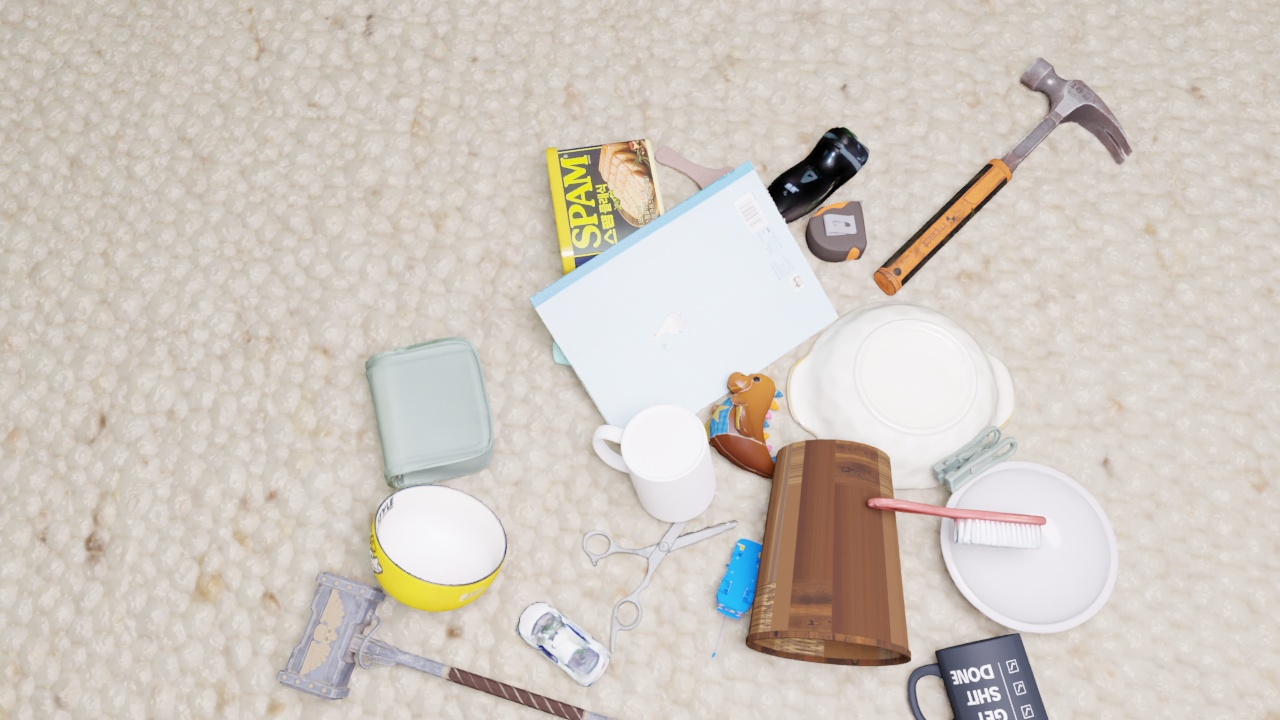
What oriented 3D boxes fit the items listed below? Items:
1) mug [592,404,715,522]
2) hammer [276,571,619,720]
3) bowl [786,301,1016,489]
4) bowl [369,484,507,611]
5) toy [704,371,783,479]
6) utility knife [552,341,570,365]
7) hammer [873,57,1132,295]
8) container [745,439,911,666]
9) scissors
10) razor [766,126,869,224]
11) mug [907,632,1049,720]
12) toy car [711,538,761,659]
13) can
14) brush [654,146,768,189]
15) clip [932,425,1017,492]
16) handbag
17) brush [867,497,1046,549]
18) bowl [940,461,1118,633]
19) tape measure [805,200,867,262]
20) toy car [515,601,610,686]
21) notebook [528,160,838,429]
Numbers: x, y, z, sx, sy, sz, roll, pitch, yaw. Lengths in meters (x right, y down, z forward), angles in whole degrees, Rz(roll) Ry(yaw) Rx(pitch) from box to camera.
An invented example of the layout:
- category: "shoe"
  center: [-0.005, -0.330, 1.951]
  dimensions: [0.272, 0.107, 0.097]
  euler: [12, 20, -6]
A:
- category: "mug"
  center: [0.009, 0.088, 0.820]
  dimensions: [0.110, 0.090, 0.073]
  euler: [14, 62, 18]
- category: "hammer"
  center: [-0.141, 0.277, 0.790]
  dimensions: [0.322, 0.044, 0.098]
  euler: [16, 72, 6]
- category: "bowl"
  center: [0.250, 0.022, 0.858]
  dimensions: [0.219, 0.060, 0.188]
  euler: [-1, 71, 2]
- category: "bowl"
  center: [-0.181, 0.172, 0.803]
  dimensions: [0.117, 0.068, 0.117]
  euler: [18, 32, -12]
- category: "toy"
  center: [0.114, 0.062, 0.862]
  dimensions: [0.103, 0.071, 0.090]
  euler: [37, 61, -10]
- category: "utility knife"
  center: [-0.005, 0.005, 0.896]
  dimensions: [0.165, 0.015, 0.022]
  euler: [10, 70, 1]
- category: "hammer"
  center: [0.362, -0.171, 0.935]
  dimensions: [0.314, 0.035, 0.138]
  euler: [-43, 75, -11]
- category: "container"
  center: [0.161, 0.163, 0.782]
  dimensions: [0.132, 0.132, 0.167]
  euler: [6, 65, 3]
- category: "scissors"
  center: [0.017, 0.187, 0.832]
  dimensions: [0.141, 0.014, 0.158]
  euler: [1, 71, 5]
- category: "razor"
  center: [0.173, -0.186, 0.925]
  dimensions: [0.053, 0.064, 0.140]
  euler: [41, 66, 18]
- category: "mug"
  center: [0.278, 0.279, 0.770]
  dimensions: [0.105, 0.071, 0.077]
  euler: [-21, 69, 22]
- category: "toy car"
  center: [0.084, 0.213, 0.823]
  dimensions: [0.033, 0.062, 0.091]
  euler: [21, 43, 10]
- category: "can"
  center: [-0.033, -0.148, 0.916]
  dimensions: [0.104, 0.075, 0.135]
  euler: [-9, 71, -4]
- category: "brush"
  center: [0.073, -0.186, 0.960]
  dimensions: [0.136, 0.015, 0.049]
  euler: [32, 74, 17]
- category: "clip"
  center: [0.298, 0.087, 0.818]
  dimensions: [0.075, 0.023, 0.042]
  euler: [-31, 37, -8]
- category: "handbag"
  center: [-0.195, 0.048, 0.855]
  dimensions: [0.106, 0.067, 0.121]
  euler: [-11, 71, -12]
- category: "brush"
  center: [0.261, 0.135, 0.755]
  dimensions: [0.172, 0.041, 0.030]
  euler: [10, 76, -20]
- category: "bowl"
  center: [0.337, 0.167, 0.813]
  dimensions: [0.149, 0.043, 0.149]
  euler: [-1, 68, 2]
- category: "tape measure"
  center: [0.197, -0.131, 0.922]
  dimensions: [0.059, 0.038, 0.058]
  euler: [-3, 71, 0]
- category: "toy car"
  center: [-0.069, 0.247, 0.806]
  dimensions: [0.090, 0.027, 0.038]
  euler: [34, 77, 12]
- category: "notebook"
  center: [0.047, -0.050, 0.874]
  dimensions: [0.253, 0.009, 0.181]
  euler: [-33, 100, -9]
